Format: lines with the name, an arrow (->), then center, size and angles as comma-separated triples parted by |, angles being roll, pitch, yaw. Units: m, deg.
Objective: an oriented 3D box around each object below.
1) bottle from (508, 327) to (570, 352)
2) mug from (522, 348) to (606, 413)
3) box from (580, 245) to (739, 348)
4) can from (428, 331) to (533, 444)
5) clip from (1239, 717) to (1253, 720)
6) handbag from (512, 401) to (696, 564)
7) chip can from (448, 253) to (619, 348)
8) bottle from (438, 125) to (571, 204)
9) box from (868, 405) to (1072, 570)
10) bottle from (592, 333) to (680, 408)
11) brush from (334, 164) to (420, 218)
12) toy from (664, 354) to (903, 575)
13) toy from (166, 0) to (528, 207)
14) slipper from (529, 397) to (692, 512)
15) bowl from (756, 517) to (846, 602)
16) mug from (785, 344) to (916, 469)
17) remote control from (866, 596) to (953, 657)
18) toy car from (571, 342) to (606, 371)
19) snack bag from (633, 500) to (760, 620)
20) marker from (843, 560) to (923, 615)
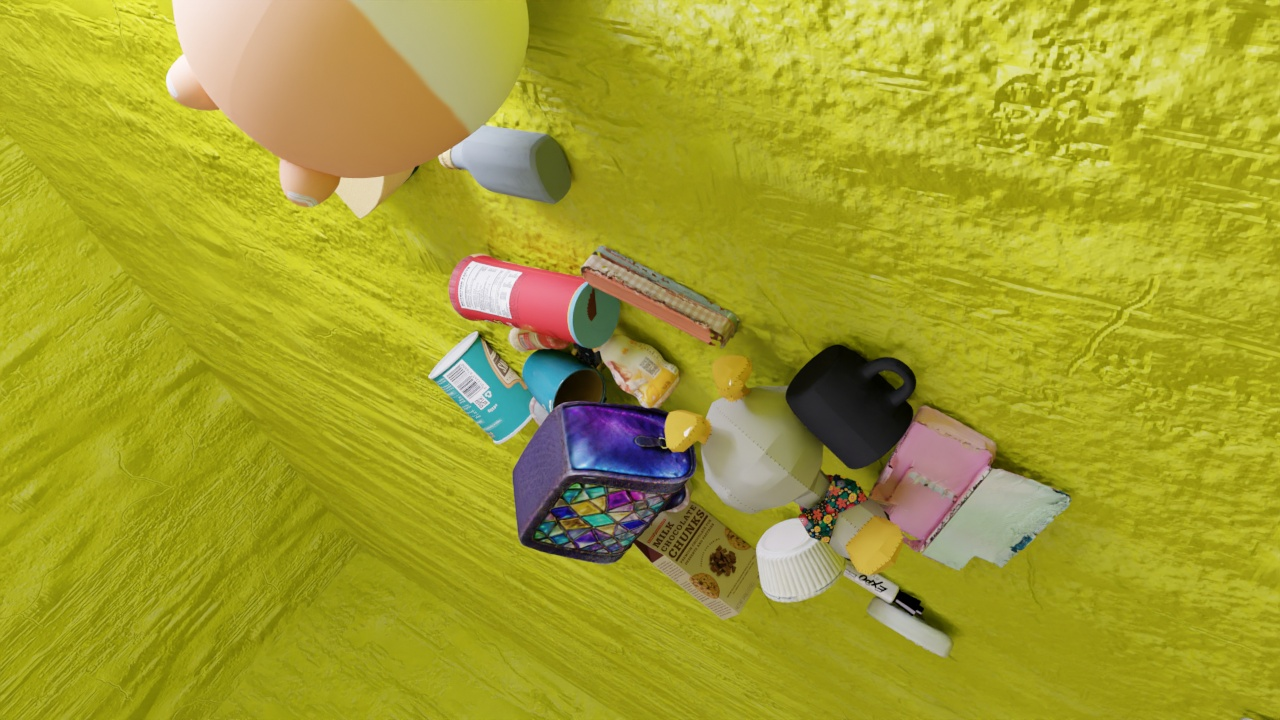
bottle -> -0.134, -0.034, 1.222 | 0.109, 0.044, 0.044 | -5, 130, 54
mug -> -0.099, 0.034, 1.247 | 0.112, 0.084, 0.104 | 23, -173, -43
box -> 0.017, -0.064, 0.991 | 0.187, 0.053, 0.058 | 27, 119, 19
can -> -0.235, 0.042, 1.397 | 0.144, 0.099, 0.099 | 48, 152, -16
clip -> 0.662, 0.435, 0.932 | 0.125, 0.081, 0.148 | 21, 138, 36
handbag -> -0.040, 0.164, 1.214 | 0.221, 0.125, 0.205 | 12, 133, -26
chip can -> -0.132, -0.074, 1.113 | 0.214, 0.086, 0.087 | 14, 144, 38
bottle -> -0.150, -0.211, 0.970 | 0.161, 0.046, 0.072 | 17, 146, 36
box -> 0.323, 0.147, 0.942 | 0.159, 0.035, 0.231 | 31, 151, 16
bottle -> -0.007, 0.006, 1.104 | 0.108, 0.063, 0.063 | 40, 153, 0
brush -> -0.373, -0.302, 1.074 | 0.250, 0.075, 0.195 | 43, 153, -7
toy -> 0.151, 0.110, 0.976 | 0.267, 0.141, 0.246 | 39, -177, -22
toy -> -0.233, -0.273, 0.736 | 0.263, 0.281, 0.265 | 42, -179, -5
slipper -> -0.048, 0.136, 1.327 | 0.274, 0.054, 0.114 | 33, 132, 4
bowl -> 0.199, 0.249, 1.177 | 0.116, 0.115, 0.062 | -4, 116, 53
mug -> 0.208, 0.034, 0.869 | 0.094, 0.085, 0.122 | 43, 137, -8
remote control -> 0.351, 0.346, 1.194 | 0.114, 0.028, 0.060 | 28, 179, 15
toy car -> -0.064, -0.023, 1.164 | 0.049, 0.030, 0.107 | 32, 159, 16
snack bag -> 0.079, 0.284, 1.381 | 0.206, 0.094, 0.070 | 38, 153, 2
marker -> 0.307, 0.290, 1.188 | 0.126, 0.025, 0.025 | 30, 151, 17
